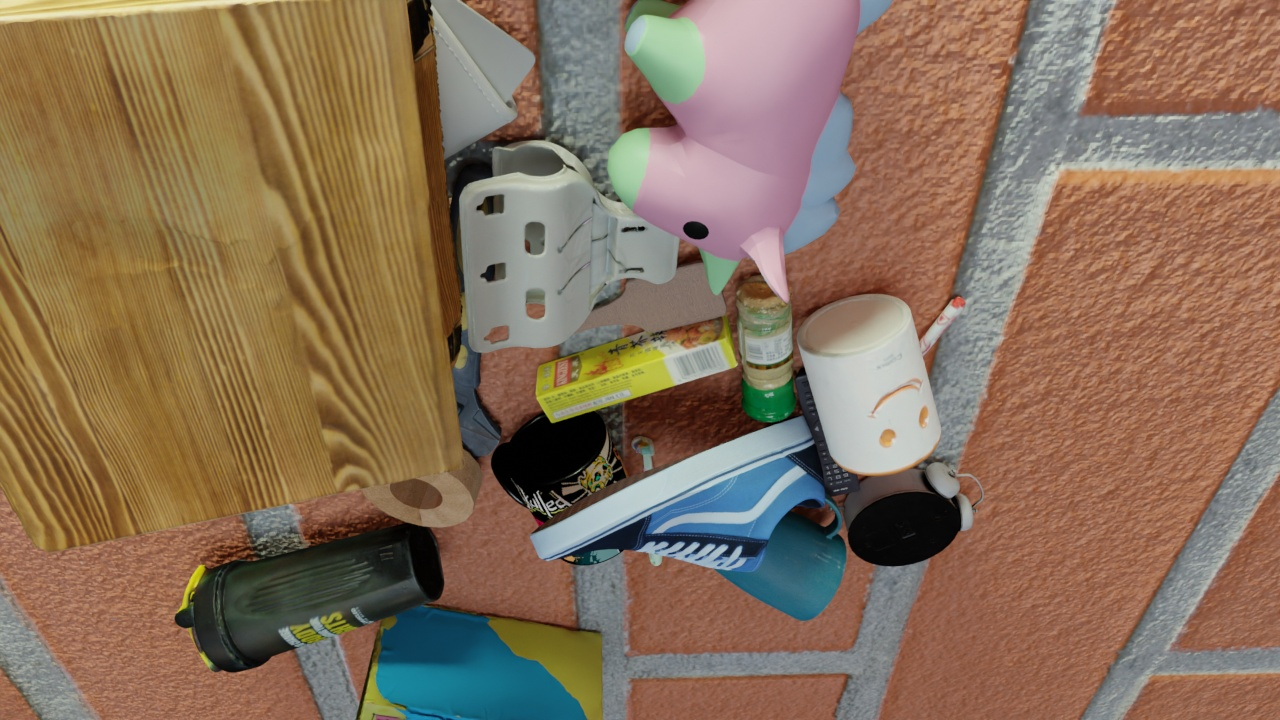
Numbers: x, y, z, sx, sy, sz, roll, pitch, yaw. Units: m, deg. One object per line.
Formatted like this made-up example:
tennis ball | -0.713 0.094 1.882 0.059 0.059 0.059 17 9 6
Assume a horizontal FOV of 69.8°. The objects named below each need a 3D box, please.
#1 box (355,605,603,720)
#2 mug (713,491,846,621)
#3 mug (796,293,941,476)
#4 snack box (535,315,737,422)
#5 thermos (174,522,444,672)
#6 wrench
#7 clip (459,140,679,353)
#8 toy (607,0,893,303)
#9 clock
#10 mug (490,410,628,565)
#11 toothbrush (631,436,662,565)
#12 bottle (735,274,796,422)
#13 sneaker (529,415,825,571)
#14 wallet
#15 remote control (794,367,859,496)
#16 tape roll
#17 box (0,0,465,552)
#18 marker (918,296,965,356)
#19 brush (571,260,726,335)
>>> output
box | -0.149 0.309 0.867 0.221 0.124 0.079 11 126 -13
mug | 0.116 0.150 0.776 0.104 0.084 0.112 28 111 -12
mug | 0.164 0.017 0.657 0.082 0.082 0.105 -17 119 11
snack box | -0.004 0.004 0.674 0.148 0.040 0.029 -18 127 12
thermos | -0.287 0.201 0.796 0.221 0.098 0.098 -17 128 7
wrench | -0.127 -0.017 0.664 0.073 0.022 0.274 9 129 -8
clip | -0.052 -0.082 0.600 0.151 0.101 0.127 -21 138 -27
toy | 0.072 -0.149 0.515 0.171 0.120 0.223 36 115 -21
clock | 0.233 0.130 0.789 0.123 0.035 0.094 -26 125 17
mug | -0.066 0.097 0.732 0.118 0.081 0.098 5 135 30
toothbrush | 0.009 0.125 0.789 0.022 0.015 0.155 19 135 28
bottle | 0.091 -0.008 0.667 0.043 0.043 0.111 -7 127 3
sneaker | 0.043 0.118 0.664 0.240 0.098 0.084 -16 173 -29
wallet | -0.127 -0.174 0.527 0.115 0.037 0.118 -25 129 17
remote control | 0.151 0.058 0.740 0.032 0.015 0.136 -14 126 9
tape roll | -0.176 0.096 0.738 0.094 0.027 0.094 6 137 6
box | -0.218 -0.079 0.480 0.251 0.192 0.280 -9 130 -14
marker | 0.202 0.006 0.702 0.012 0.012 0.143 19 126 -17
brush | -0.008 -0.039 0.658 0.136 0.015 0.050 -13 129 15
